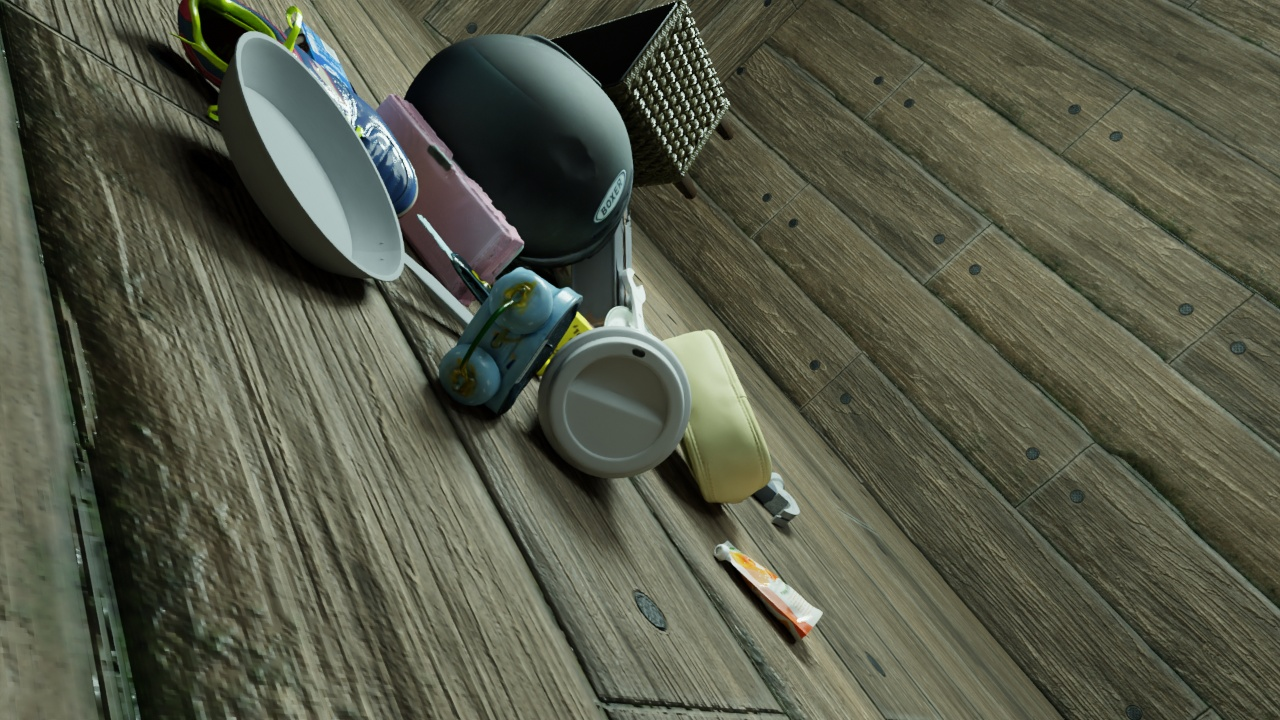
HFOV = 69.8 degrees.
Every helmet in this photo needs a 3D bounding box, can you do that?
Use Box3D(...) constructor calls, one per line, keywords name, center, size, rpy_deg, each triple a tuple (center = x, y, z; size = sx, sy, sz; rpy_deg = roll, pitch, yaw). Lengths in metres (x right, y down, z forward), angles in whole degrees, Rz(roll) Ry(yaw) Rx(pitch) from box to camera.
Box3D(name="helmet", center=(-0.124, -0.229, 1.070), size=(0.316, 0.249, 0.236), rpy_deg=(34, -8, -31))

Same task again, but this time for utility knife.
Box3D(name="utility knife", center=(-0.146, -0.060, 0.864), size=(0.213, 0.020, 0.028), rpy_deg=(53, 3, -37))

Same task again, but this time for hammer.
Box3D(name="hammer", center=(0.117, 0.130, 1.316), size=(0.312, 0.035, 0.139), rpy_deg=(42, 12, -22))

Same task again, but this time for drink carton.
Box3D(name="drink carton", center=(0.128, 0.232, 0.948), size=(0.122, 0.039, 0.069), rpy_deg=(42, 8, 13))

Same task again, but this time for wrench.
Box3D(name="wrench", center=(0.004, -0.007, 1.143), size=(0.047, 0.009, 0.272), rpy_deg=(44, 30, -48))

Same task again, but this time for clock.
Box3D(name="clock", center=(-0.101, -0.017, 0.718), size=(0.060, 0.118, 0.162), rpy_deg=(35, 3, 1))

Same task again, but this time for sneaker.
Box3D(name="sneaker", center=(-0.292, -0.213, 0.783), size=(0.242, 0.116, 0.091), rpy_deg=(41, -18, -11))

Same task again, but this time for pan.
Box3D(name="pan", center=(-0.212, -0.099, 0.743), size=(0.357, 0.051, 0.200), rpy_deg=(58, 10, -44))

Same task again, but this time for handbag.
Box3D(name="handbag", center=(0.074, 0.068, 1.100), size=(0.191, 0.088, 0.232), rpy_deg=(85, -12, -62))

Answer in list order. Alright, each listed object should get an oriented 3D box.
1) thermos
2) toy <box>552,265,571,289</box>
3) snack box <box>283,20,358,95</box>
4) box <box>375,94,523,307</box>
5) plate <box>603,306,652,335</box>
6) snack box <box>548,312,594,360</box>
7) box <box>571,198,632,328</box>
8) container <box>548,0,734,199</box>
Box3D(name="thermos", center=(-0.028, 0.026, 0.865), size=(0.131, 0.131, 0.222), rpy_deg=(45, 2, -8))
Box3D(name="toy", center=(-0.073, -0.154, 1.375), size=(0.139, 0.102, 0.179), rpy_deg=(54, 25, -26))
Box3D(name="snack box", center=(-0.344, -0.289, 0.967), size=(0.059, 0.059, 0.226), rpy_deg=(42, 10, -45))
Box3D(name="box", center=(-0.212, -0.164, 0.921), size=(0.233, 0.098, 0.037), rpy_deg=(48, 14, 21))
Box3D(name="plate", center=(-0.007, 0.007, 1.160), size=(0.157, 0.014, 0.156), rpy_deg=(43, 36, -44))
Box3D(name="snack box", center=(-0.041, 0.016, 1.002), size=(0.149, 0.061, 0.025), rpy_deg=(44, 10, -14))
Box3D(name="box", center=(-0.053, -0.133, 1.247), size=(0.062, 0.081, 0.216), rpy_deg=(28, 54, -52))
Box3D(name="container", center=(-0.042, -0.338, 1.297), size=(0.322, 0.176, 0.205), rpy_deg=(4, -35, 45))
